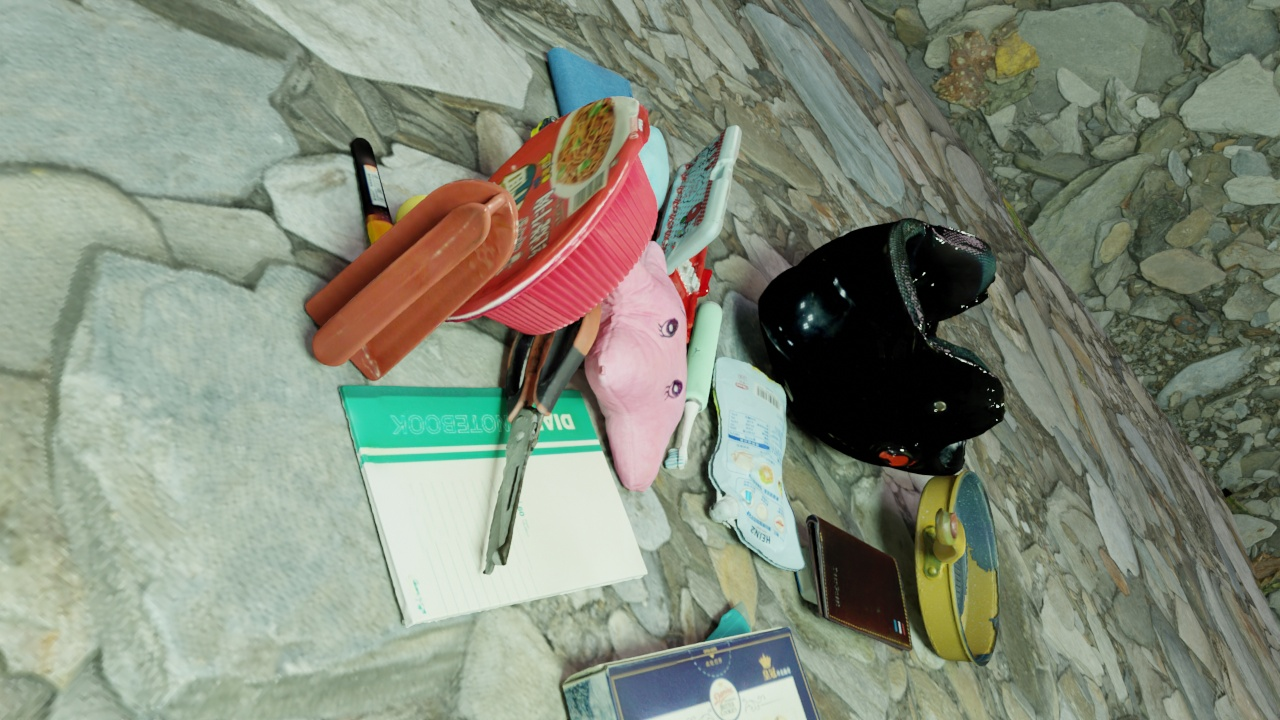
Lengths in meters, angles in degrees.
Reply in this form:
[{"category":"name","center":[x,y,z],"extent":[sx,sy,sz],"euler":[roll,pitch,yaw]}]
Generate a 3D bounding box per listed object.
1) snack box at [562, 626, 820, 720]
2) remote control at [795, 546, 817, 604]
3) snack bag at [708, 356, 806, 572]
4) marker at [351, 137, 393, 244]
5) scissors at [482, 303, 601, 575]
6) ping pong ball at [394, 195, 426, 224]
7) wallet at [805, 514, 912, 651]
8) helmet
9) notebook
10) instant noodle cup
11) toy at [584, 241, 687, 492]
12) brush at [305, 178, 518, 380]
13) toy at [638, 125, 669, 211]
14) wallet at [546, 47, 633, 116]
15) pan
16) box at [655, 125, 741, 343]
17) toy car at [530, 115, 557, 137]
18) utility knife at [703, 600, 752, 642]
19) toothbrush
[{"category":"snack box","center":[0.054,0.271,0.572],"extent":[0.177,0.046,0.182],"euler":[5,59,-43]},{"category":"remote control","center":[0.188,0.209,0.844],"extent":[0.125,0.024,0.049],"euler":[30,41,-36]},{"category":"snack bag","center":[0.102,0.089,0.824],"extent":[0.110,0.039,0.190],"euler":[42,36,-32]},{"category":"marker","center":[-0.184,-0.106,0.635],"extent":[0.018,0.015,0.123],"euler":[9,53,-44]},{"category":"scissors","center":[-0.063,0.031,0.590],"extent":[0.015,0.192,0.207],"euler":[36,7,-31]},{"category":"ping pong ball","center":[-0.151,-0.095,0.643],"extent":[0.040,0.040,0.040],"euler":[33,39,-32]},{"category":"wallet","center":[0.195,0.201,0.820],"extent":[0.122,0.020,0.096],"euler":[29,42,-32]},{"category":"helmet","center":[0.248,-0.007,0.929],"extent":[0.275,0.231,0.232],"euler":[66,31,-34]},{"category":"notebook","center":[-0.087,0.084,0.599],"extent":[0.208,0.012,0.150],"euler":[4,58,-52]},{"category":"instant noodle cup","center":[-0.057,-0.087,0.622],"extent":[0.066,0.194,0.193],"euler":[42,34,-31]},{"category":"toy","center":[-0.004,0.004,0.694],"extent":[0.178,0.075,0.194],"euler":[-30,116,-71]},{"category":"brush","center":[-0.129,-0.050,0.533],"extent":[0.063,0.146,0.069],"euler":[50,19,-10]},{"category":"toy","center":[-0.002,-0.158,0.854],"extent":[0.161,0.050,0.156],"euler":[86,17,-78]},{"category":"wallet","center":[-0.040,-0.250,0.935],"extent":[0.106,0.040,0.133],"euler":[14,52,-42]},{"category":"pan","center":[0.306,0.188,0.884],"extent":[0.357,0.078,0.197],"euler":[30,59,-52]},{"category":"box","center":[0.047,-0.125,0.866],"extent":[0.073,0.155,0.200],"euler":[14,41,0]},{"category":"toy car","center":[-0.063,-0.175,0.841],"extent":[0.105,0.032,0.048],"euler":[45,34,-39]},{"category":"utility knife","center":[0.037,0.220,0.643],"extent":[0.029,0.013,0.179],"euler":[57,35,6]},{"category":"toothbrush","center":[0.050,0.019,0.826],"extent":[0.223,0.027,0.026],"euler":[-75,153,-50]}]
